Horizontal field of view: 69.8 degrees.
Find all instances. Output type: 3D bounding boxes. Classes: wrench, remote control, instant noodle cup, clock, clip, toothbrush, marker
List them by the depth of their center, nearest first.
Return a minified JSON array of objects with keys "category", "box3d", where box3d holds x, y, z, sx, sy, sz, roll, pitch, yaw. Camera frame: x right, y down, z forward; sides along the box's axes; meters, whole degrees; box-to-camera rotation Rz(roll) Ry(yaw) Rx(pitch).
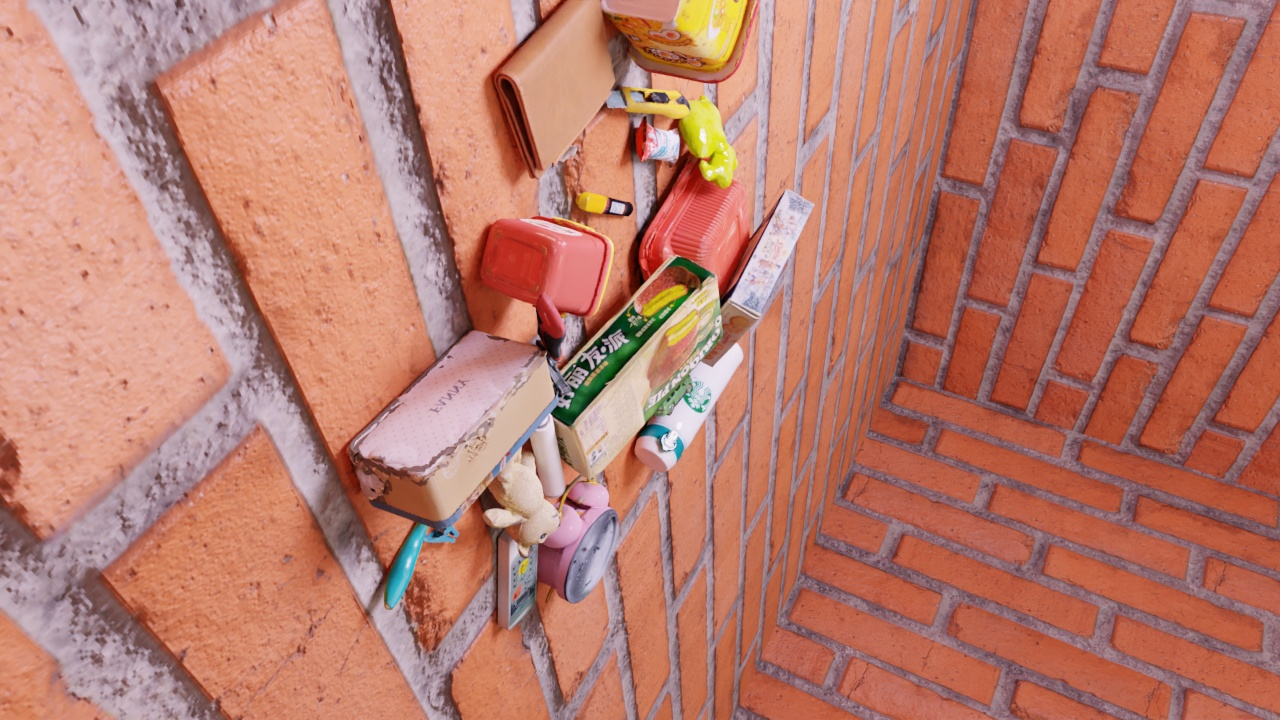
[{"category":"wrench","box3d":[-0.077,-0.014,0.789,0.016,0.056,0.274,-29,172,-10]},{"category":"instant noodle cup","box3d":[0.032,-0.318,0.805,0.123,0.116,0.116,0,108,-65]},{"category":"clip","box3d":[-0.180,0.154,0.830,0.034,0.013,0.055,-65,158,-11]},{"category":"toothbrush","box3d":[-0.098,0.075,0.916,0.026,0.026,0.221,-28,148,-17]},{"category":"marker","box3d":[-0.034,-0.156,0.922,0.123,0.015,0.018,-12,121,-68]},{"category":"remote control","box3d":[-0.133,0.228,0.998,0.056,0.019,0.135,-41,144,-51]},{"category":"clock","box3d":[-0.077,0.200,1.057,0.116,0.060,0.159,-41,145,-50]},{"category":"instant noodle cup","box3d":[0.071,-0.144,1.094,0.188,0.079,0.165,-60,156,-22]}]

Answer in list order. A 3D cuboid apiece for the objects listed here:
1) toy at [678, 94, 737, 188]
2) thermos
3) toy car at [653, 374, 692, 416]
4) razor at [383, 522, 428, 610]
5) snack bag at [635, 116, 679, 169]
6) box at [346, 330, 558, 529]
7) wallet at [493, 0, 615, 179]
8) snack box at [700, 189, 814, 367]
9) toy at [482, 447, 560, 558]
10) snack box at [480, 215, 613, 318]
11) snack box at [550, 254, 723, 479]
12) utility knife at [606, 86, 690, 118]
[{"category":"toy","box3d":[0.076,-0.246,1.026,0.100,0.031,0.096,42,50,-28]},{"category":"thermos","box3d":[0.067,0.057,1.265,0.223,0.073,0.073,-55,153,-34]},{"category":"toy car","box3d":[0.035,0.039,1.208,0.091,0.043,0.036,-45,146,-48]},{"category":"razor","box3d":[-0.188,0.150,0.788,0.043,0.028,0.132,33,74,-32]},{"category":"snack bag","box3d":[0.019,-0.228,0.966,0.104,0.026,0.048,-9,108,-65]},{"category":"box","box3d":[-0.141,0.045,0.732,0.183,0.090,0.063,-47,142,-42]},{"category":"wallet","box3d":[-0.065,-0.229,0.760,0.131,0.031,0.108,-58,151,-30]},{"category":"snack box","box3d":[0.136,-0.099,1.164,0.182,0.046,0.178,-62,-177,-24]},{"category":"toy","box3d":[-0.115,0.117,0.885,0.105,0.066,0.157,-78,166,-53]},{"category":"snack box","box3d":[-0.081,-0.079,0.772,0.080,0.091,0.082,-5,113,-59]},{"category":"snack box","box3d":[-0.006,0.006,0.994,0.239,0.063,0.115,-48,151,-21]},{"category":"utility knife","box3d":[0.010,-0.258,0.916,0.015,0.033,0.189,-31,178,29]}]
